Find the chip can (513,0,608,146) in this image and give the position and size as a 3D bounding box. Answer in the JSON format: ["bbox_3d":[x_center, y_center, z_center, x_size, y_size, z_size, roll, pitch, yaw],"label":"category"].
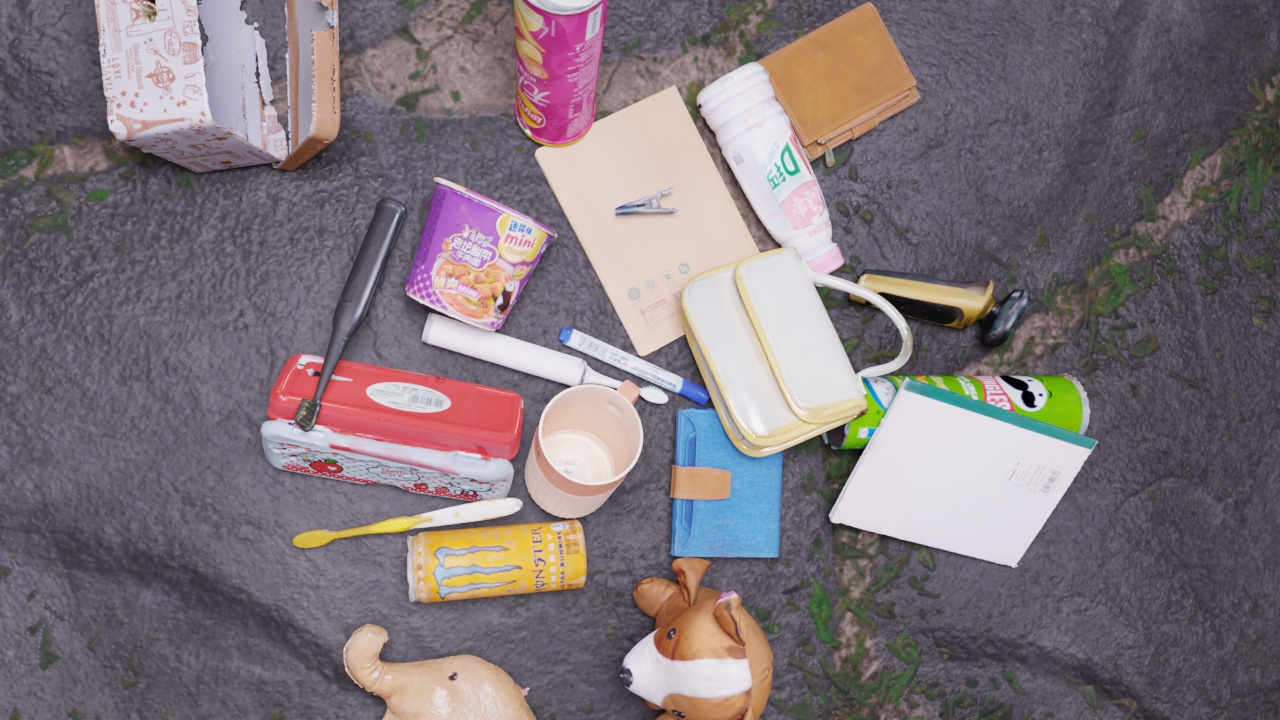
[{"bbox_3d":[-0.064,-0.245,0.717,0.071,0.211,0.071,1,78,-6],"label":"chip can"}]

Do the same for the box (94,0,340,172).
[{"bbox_3d":[-0.296,-0.246,0.711,0.168,0.150,0.182,-6,89,6],"label":"box"}]

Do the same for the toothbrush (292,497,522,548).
[{"bbox_3d":[-0.193,0.135,0.767,0.191,0.018,0.016,-9,97,-3],"label":"toothbrush"}]

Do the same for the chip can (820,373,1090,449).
[{"bbox_3d":[0.286,0.048,0.847,0.236,0.072,0.072,0,87,-10],"label":"chip can"}]

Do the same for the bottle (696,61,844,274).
[{"bbox_3d":[0.122,-0.166,0.828,0.068,0.068,0.197,-29,97,-11],"label":"bottle"}]

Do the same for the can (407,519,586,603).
[{"bbox_3d":[-0.120,0.168,0.771,0.146,0.058,0.058,-3,88,-11],"label":"can"}]

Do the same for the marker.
[{"bbox_3d":[-0.005,0.005,0.821,0.145,0.017,0.017,24,83,-9],"label":"marker"}]

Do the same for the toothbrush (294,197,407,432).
[{"bbox_3d":[-0.233,-0.041,0.736,0.026,0.027,0.212,6,62,14],"label":"toothbrush"}]

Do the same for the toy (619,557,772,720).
[{"bbox_3d":[0.042,0.233,0.728,0.130,0.200,0.140,-7,88,-15],"label":"toy"}]

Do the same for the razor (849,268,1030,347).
[{"bbox_3d":[0.278,-0.053,0.859,0.167,0.062,0.067,11,56,-5],"label":"razor"}]

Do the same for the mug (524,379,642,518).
[{"bbox_3d":[-0.042,0.067,0.760,0.081,0.106,0.114,36,61,4],"label":"mug"}]

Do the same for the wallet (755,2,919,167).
[{"bbox_3d":[0.188,-0.255,0.858,0.130,0.035,0.119,-30,93,-9],"label":"wallet"}]

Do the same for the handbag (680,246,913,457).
[{"bbox_3d":[0.138,-0.021,0.785,0.178,0.063,0.163,-21,75,-2],"label":"handbag"}]

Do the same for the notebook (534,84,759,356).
[{"bbox_3d":[0.016,-0.128,0.834,0.147,0.008,0.207,-28,93,-11],"label":"notebook"}]

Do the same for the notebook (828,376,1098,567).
[{"bbox_3d":[0.292,0.107,0.827,0.209,0.012,0.151,17,112,-17],"label":"notebook"}]

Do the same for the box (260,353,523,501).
[{"bbox_3d":[-0.204,0.071,0.761,0.201,0.095,0.100,11,122,-9],"label":"box"}]

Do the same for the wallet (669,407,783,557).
[{"bbox_3d":[0.078,0.110,0.823,0.106,0.040,0.133,4,86,-15],"label":"wallet"}]

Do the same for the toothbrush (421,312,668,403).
[{"bbox_3d":[-0.080,0.003,0.801,0.221,0.026,0.027,17,110,-9],"label":"toothbrush"}]

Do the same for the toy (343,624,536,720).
[{"bbox_3d":[-0.155,0.305,0.749,0.143,0.083,0.226,-24,90,-19],"label":"toy"}]

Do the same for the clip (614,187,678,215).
[{"bbox_3d":[0.005,-0.140,0.816,0.056,0.024,0.028,-13,94,-15],"label":"clip"}]

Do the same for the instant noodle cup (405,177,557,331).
[{"bbox_3d":[-0.137,-0.083,0.758,0.111,0.111,0.099,22,91,-9],"label":"instant noodle cup"}]
